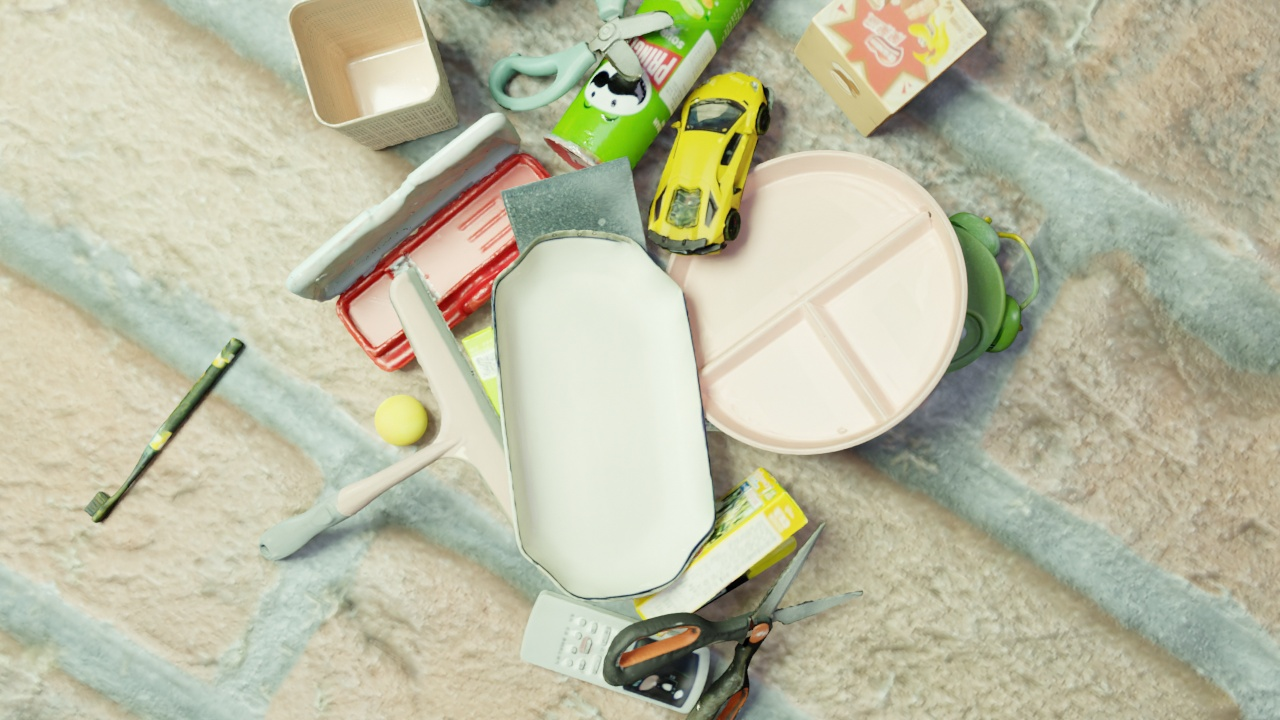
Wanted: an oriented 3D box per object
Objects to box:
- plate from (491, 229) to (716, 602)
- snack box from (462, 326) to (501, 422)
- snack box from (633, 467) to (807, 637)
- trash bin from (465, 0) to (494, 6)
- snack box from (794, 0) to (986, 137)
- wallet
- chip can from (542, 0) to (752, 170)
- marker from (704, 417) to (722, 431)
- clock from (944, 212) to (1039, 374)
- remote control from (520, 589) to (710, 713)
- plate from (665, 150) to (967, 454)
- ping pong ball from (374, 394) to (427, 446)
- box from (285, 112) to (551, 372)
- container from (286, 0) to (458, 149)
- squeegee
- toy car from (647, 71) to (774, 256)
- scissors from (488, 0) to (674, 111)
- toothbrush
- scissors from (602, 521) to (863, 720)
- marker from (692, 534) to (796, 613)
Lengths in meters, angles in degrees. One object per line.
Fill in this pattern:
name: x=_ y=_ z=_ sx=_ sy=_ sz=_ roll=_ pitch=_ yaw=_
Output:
plate: x=-0.031 y=0.037 z=0.663 sx=0.161 sy=0.034 sz=0.265 roll=-3 pitch=80 yaw=-30
snack box: x=-0.086 y=0.050 z=0.699 sx=0.026 sy=0.086 sz=0.156 roll=-25 pitch=92 yaw=-2
snack box: x=0.055 y=0.143 z=0.701 sx=0.140 sy=0.087 sz=0.034 roll=-40 pitch=97 yaw=0
trash bin: x=-0.155 y=-0.365 z=0.642 sx=0.195 sy=0.226 sz=0.226 roll=31 pitch=90 yaw=-14
snack box: x=0.187 y=-0.243 z=0.700 sx=0.094 sy=0.077 sz=0.093 roll=-40 pitch=92 yaw=0
wallet: x=-0.044 y=-0.089 z=0.696 sx=0.097 sy=0.019 sz=0.121 roll=-15 pitch=132 yaw=-2
chip can: x=0.023 y=-0.243 z=0.702 sx=0.072 sy=0.072 sz=0.236 roll=36 pitch=90 yaw=-1
marker: x=0.036 y=0.048 z=0.735 sx=0.145 sy=0.017 sz=0.017 roll=2 pitch=91 yaw=-1
clock: x=0.233 y=-0.052 z=0.715 sx=0.161 sy=0.056 sz=0.116 roll=-16 pitch=92 yaw=0
remote control: x=-0.020 y=0.234 z=0.735 sx=0.150 sy=0.021 sz=0.058 roll=18 pitch=91 yaw=0
plate: x=0.124 y=-0.044 z=0.685 sx=0.230 sy=0.028 sz=0.229 roll=-5 pitch=79 yaw=25
ping pong ball: x=-0.188 y=0.047 z=0.720 sx=0.040 sy=0.040 sz=0.040 roll=0 pitch=91 yaw=-1
box: x=-0.152 y=-0.085 z=0.689 sx=0.201 sy=0.100 sz=0.102 roll=-39 pitch=90 yaw=1
container: x=-0.190 y=-0.212 z=0.680 sx=0.090 sy=0.111 sz=0.090 roll=-17 pitch=91 yaw=-1
squeegee: x=-0.207 y=0.100 z=0.682 sx=0.250 sy=0.040 sz=0.247 roll=-29 pitch=91 yaw=21
toy car: x=0.051 y=-0.153 z=0.703 sx=0.071 sy=0.041 sz=0.155 roll=15 pitch=83 yaw=30
scissors: x=-0.055 y=-0.242 z=0.695 sx=0.181 sy=0.019 sz=0.170 roll=-36 pitch=56 yaw=17
toothbrush: x=-0.381 y=0.054 z=0.733 sx=0.017 sy=0.012 sz=0.186 roll=39 pitch=91 yaw=10
scissors: x=0.072 y=0.216 z=0.687 sx=0.233 sy=0.021 sz=0.221 roll=-3 pitch=122 yaw=-29
marker: x=0.072 y=0.176 z=0.740 sx=0.124 sy=0.015 sz=0.018 roll=-34 pitch=90 yaw=3
